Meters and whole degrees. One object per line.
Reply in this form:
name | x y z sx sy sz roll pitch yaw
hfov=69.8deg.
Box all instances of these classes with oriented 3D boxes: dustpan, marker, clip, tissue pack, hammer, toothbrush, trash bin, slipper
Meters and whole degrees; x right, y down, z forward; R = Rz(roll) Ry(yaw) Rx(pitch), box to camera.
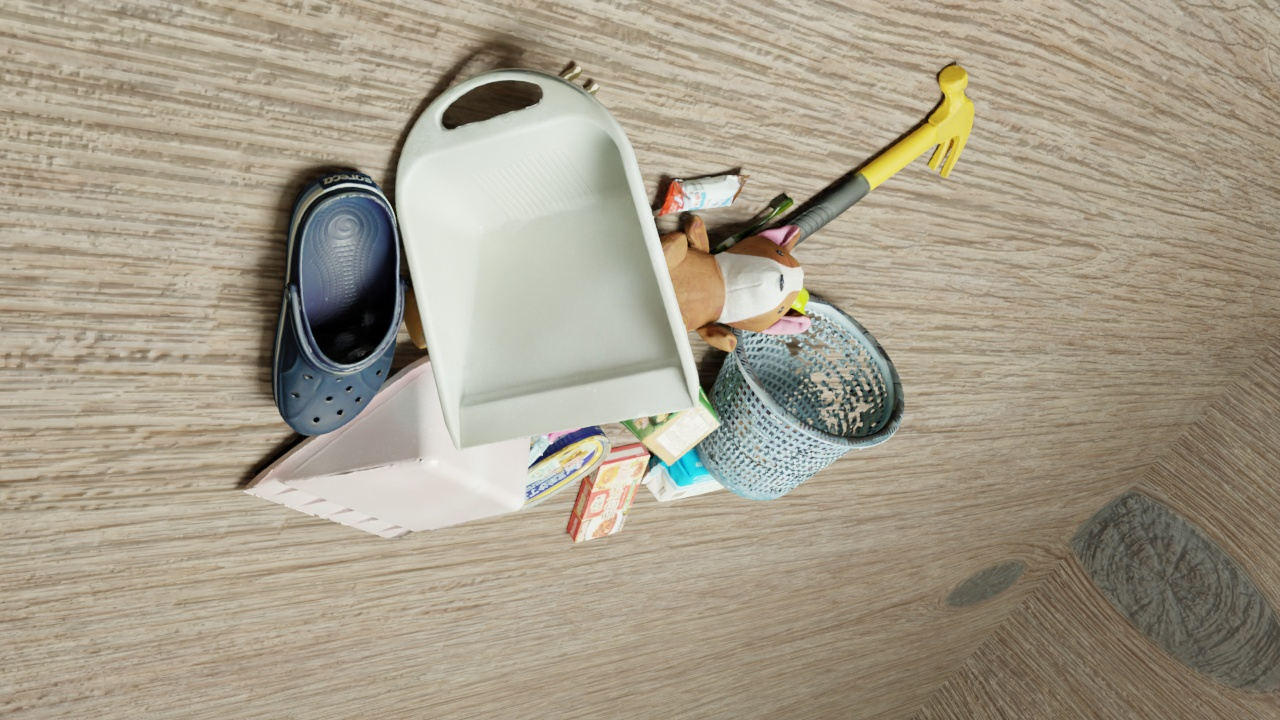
dustpan | -0.090 -0.083 0.727 0.223 0.257 0.142 -11 161 16
marker | -0.324 0.078 0.889 0.124 0.015 0.018 -37 142 6
clip | -0.065 -0.192 0.764 0.102 0.094 0.035 -52 141 2
tissue pack | 0.077 0.134 1.207 0.139 0.063 0.090 -7 154 -32
hammer | 0.249 -0.198 1.029 0.300 0.033 0.129 -35 141 -2
dustpan | -0.223 0.082 0.952 0.274 0.138 0.222 -11 153 21
toothbrush | 0.087 -0.123 0.998 0.186 0.017 0.012 -35 145 1
trash bin | 0.168 0.060 1.114 0.226 0.226 0.196 -6 146 -34
slipper | -0.245 -0.033 0.770 0.105 0.095 0.253 -5 129 -31

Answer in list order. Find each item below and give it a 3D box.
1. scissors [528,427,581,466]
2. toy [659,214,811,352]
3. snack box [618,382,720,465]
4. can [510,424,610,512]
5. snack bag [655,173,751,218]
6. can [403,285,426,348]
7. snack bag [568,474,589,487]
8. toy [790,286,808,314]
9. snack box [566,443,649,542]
scissors | -0.109 0.090 1.024 0.054 0.017 0.133 41 79 -13
toy | 0.091 -0.079 0.946 0.199 0.131 0.140 -3 96 -29
snack box | 0.024 0.052 1.056 0.118 0.105 0.117 -39 143 4
can | -0.108 0.117 1.068 0.148 0.049 0.075 -30 143 -9
snack bag | 0.063 -0.166 0.922 0.104 0.026 0.048 -10 148 -30
can | -0.144 -0.055 0.851 0.145 0.058 0.058 -15 138 -25
snack bag | -0.111 0.151 1.120 0.105 0.026 0.045 -27 152 -8
toy | 0.153 -0.075 1.054 0.099 0.096 0.031 -40 -174 -39
snack box | -0.043 0.174 1.199 0.075 0.025 0.153 -9 135 -32
